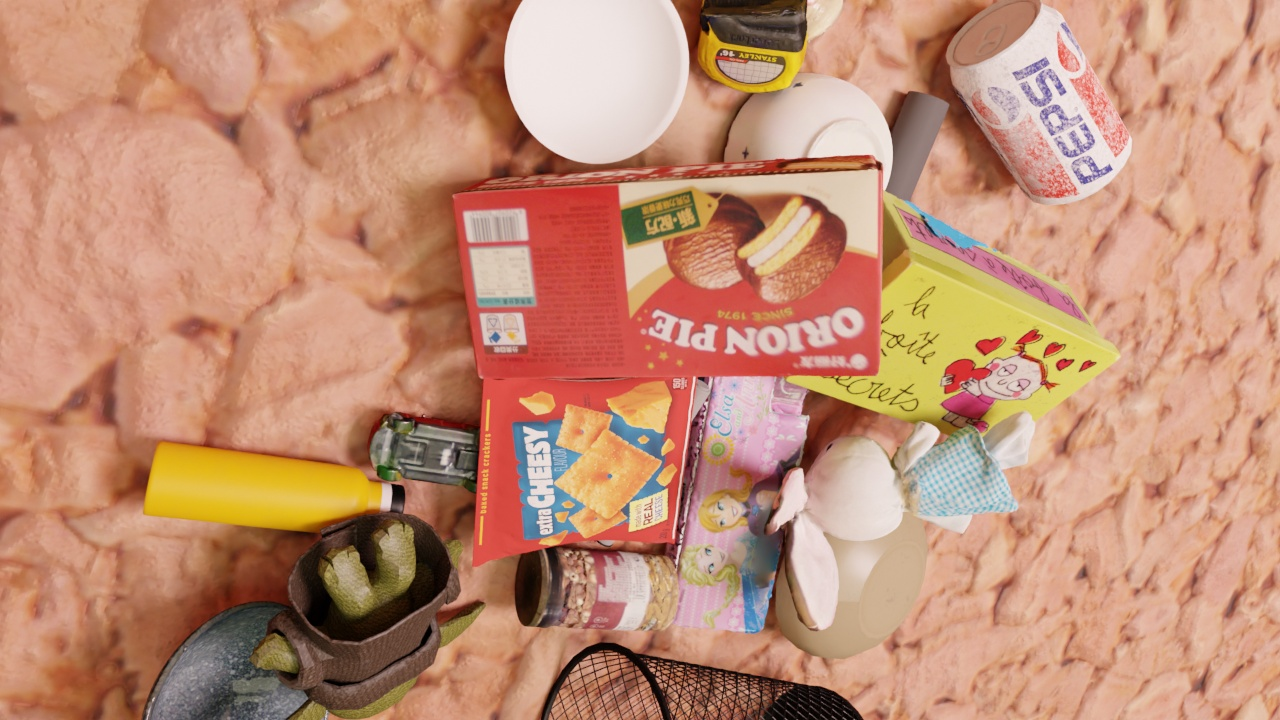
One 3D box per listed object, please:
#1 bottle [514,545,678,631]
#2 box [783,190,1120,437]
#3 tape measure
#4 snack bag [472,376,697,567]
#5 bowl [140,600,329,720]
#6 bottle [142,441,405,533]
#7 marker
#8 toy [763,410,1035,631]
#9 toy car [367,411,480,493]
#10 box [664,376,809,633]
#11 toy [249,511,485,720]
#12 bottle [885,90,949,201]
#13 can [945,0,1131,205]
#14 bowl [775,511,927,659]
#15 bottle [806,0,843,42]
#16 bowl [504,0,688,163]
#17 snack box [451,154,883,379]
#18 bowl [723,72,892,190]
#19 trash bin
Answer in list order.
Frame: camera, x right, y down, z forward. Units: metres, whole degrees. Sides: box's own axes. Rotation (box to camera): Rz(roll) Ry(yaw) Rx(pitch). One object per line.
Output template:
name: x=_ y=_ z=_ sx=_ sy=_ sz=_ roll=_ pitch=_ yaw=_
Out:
bottle: x=-0.031 y=0.163 z=0.652 sx=0.105 sy=0.056 sz=0.056 roll=10 pitch=105 yaw=-25
box: x=0.205 y=-0.020 z=0.631 sx=0.220 sy=0.080 sz=0.125 roll=17 pitch=132 yaw=-34
tape measure: x=0.069 y=-0.196 z=0.560 sx=0.066 sy=0.037 sz=0.064 roll=5 pitch=153 yaw=11
snack bag: x=-0.037 y=0.069 z=0.604 sx=0.144 sy=0.039 sz=0.131 roll=-1 pitch=110 yaw=-22
bowl: x=-0.263 y=0.217 z=0.568 sx=0.137 sy=0.057 sz=0.137 roll=7 pitch=82 yaw=-62
bottle: x=-0.217 y=0.080 z=0.556 sx=0.143 sy=0.043 sz=0.043 roll=12 pitch=104 yaw=-25
marker: x=0.007 y=0.073 z=0.643 sx=0.016 sy=0.016 sz=0.141 roll=22 pitch=110 yaw=-27
toy: x=0.174 y=0.077 z=0.633 sx=0.205 sy=0.105 sz=0.131 roll=-25 pitch=122 yaw=0
toy car: x=-0.128 y=0.057 z=0.586 sx=0.091 sy=0.036 sz=0.042 roll=9 pitch=105 yaw=-25
box: x=0.071 y=0.095 z=0.670 sx=0.084 sy=0.053 sz=0.231 roll=2 pitch=108 yaw=-23
toy: x=-0.168 y=0.159 z=0.562 sx=0.178 sy=0.078 sz=0.153 roll=-25 pitch=147 yaw=-39
bottle: x=0.180 y=-0.129 z=0.645 sx=0.030 sy=0.030 sz=0.113 roll=15 pitch=103 yaw=-26
can: x=0.277 y=-0.178 z=0.639 sx=0.078 sy=0.078 sz=0.136 roll=-48 pitch=118 yaw=0
bowl: x=0.176 y=0.168 z=0.715 sx=0.152 sy=0.050 sz=0.152 roll=-14 pitch=114 yaw=-36
bottle: x=0.076 y=-0.242 z=0.557 sx=0.109 sy=0.044 sz=0.044 roll=35 pitch=93 yaw=-29
bowl: x=-0.030 y=-0.174 z=0.539 sx=0.109 sy=0.040 sz=0.110 roll=-7 pitch=111 yaw=-19
snack box: x=0.018 y=-0.052 z=0.528 sx=0.236 sy=0.060 sz=0.113 roll=-1 pitch=110 yaw=13
bowl: x=0.118 y=-0.129 z=0.602 sx=0.113 sy=0.063 sz=0.113 roll=-7 pitch=110 yaw=-20
trash bin: x=0.056 y=0.312 z=0.679 sx=0.210 sy=0.184 sz=0.184 roll=16 pitch=102 yaw=-31
